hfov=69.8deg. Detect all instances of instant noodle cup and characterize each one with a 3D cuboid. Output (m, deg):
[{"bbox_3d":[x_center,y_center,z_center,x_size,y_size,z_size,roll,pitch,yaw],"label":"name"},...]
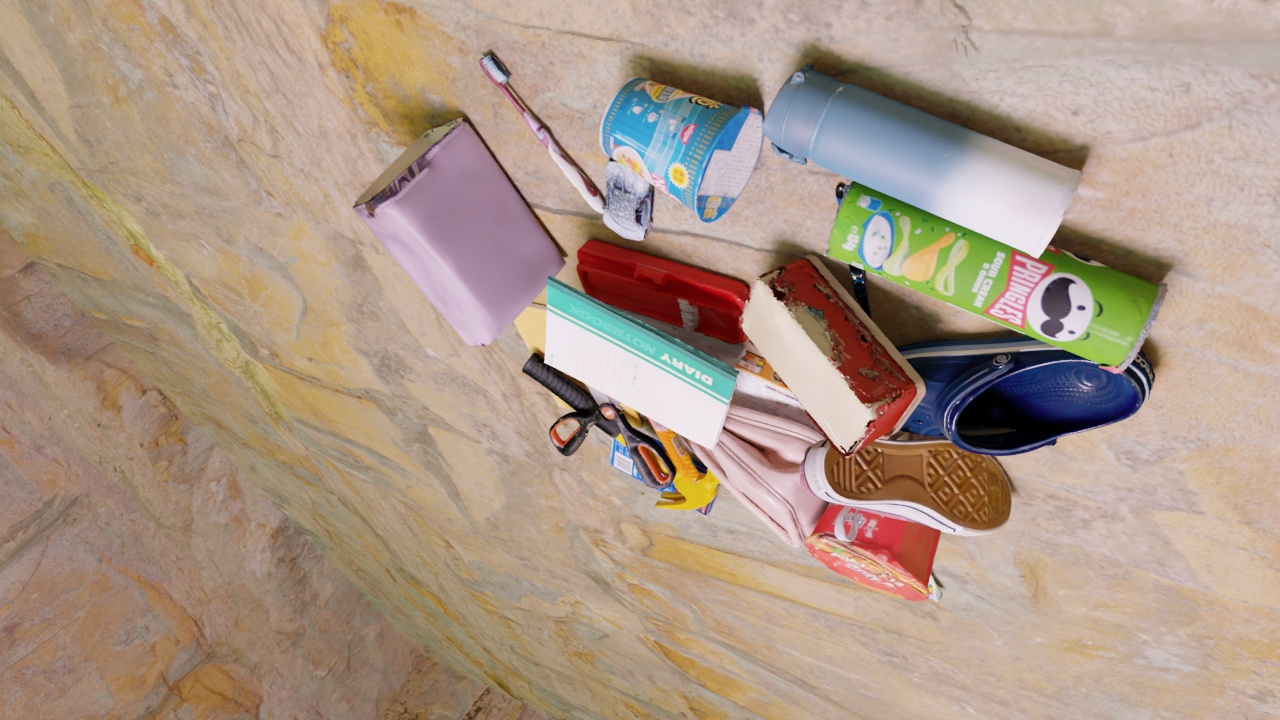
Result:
[{"bbox_3d":[0.030,-0.180,0.752,0.110,0.099,0.099,31,150,23],"label":"instant noodle cup"},{"bbox_3d":[0.259,0.178,0.982,0.138,0.108,0.138,25,160,10],"label":"instant noodle cup"}]

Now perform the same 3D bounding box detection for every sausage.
[{"bbox_3d":[0.034,0.093,1.106,0.021,0.021,0.165,3,134,42],"label":"sausage"}]

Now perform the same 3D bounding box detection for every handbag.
[{"bbox_3d":[-0.192,-0.131,0.975,0.099,0.144,0.197,-6,130,44],"label":"handbag"},{"bbox_3d":[0.112,0.104,1.055,0.234,0.093,0.193,32,166,29],"label":"handbag"}]

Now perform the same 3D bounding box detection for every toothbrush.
[{"bbox_3d":[0.315,0.221,1.093,0.020,0.029,0.189,-31,117,11],"label":"toothbrush"},{"bbox_3d":[-0.089,-0.216,0.884,0.017,0.016,0.187,-18,121,42],"label":"toothbrush"},{"bbox_3d":[0.190,-0.075,0.808,0.014,0.016,0.190,7,139,31],"label":"toothbrush"}]

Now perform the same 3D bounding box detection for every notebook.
[{"bbox_3d":[-0.006,0.005,0.928,0.209,0.012,0.151,27,149,11],"label":"notebook"},{"bbox_3d":[-0.085,0.006,1.191,0.146,0.010,0.206,12,142,33],"label":"notebook"}]

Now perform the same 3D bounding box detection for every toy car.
[{"bbox_3d":[-0.013,-0.153,0.881,0.049,0.031,0.106,27,149,15],"label":"toy car"}]

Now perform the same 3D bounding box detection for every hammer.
[{"bbox_3d":[-0.027,0.091,1.196,0.301,0.032,0.129,37,135,2],"label":"hammer"}]

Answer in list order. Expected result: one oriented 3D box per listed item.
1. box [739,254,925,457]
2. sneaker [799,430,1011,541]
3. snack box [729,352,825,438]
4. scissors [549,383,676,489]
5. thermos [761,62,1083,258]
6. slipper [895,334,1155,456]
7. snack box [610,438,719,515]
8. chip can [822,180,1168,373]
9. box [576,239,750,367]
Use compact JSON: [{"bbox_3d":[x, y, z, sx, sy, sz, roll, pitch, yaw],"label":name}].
[{"bbox_3d":[0.158,-0.003,0.809,0.168,0.077,0.091,54,155,24],"label":"box"},{"bbox_3d":[0.249,0.120,0.891,0.240,0.118,0.088,11,166,-23],"label":"sneaker"},{"bbox_3d":[0.169,0.048,0.986,0.154,0.026,0.075,24,148,18],"label":"snack box"},{"bbox_3d":[-0.037,0.080,1.153,0.221,0.021,0.234,45,136,-7],"label":"scissors"},{"bbox_3d":[0.195,-0.145,0.659,0.220,0.070,0.070,26,148,15],"label":"thermos"},{"bbox_3d":[0.299,0.039,0.786,0.253,0.095,0.105,-10,125,47],"label":"slipper"},{"bbox_3d":[0.033,0.150,1.259,0.157,0.026,0.085,27,147,14],"label":"snack box"},{"bbox_3d":[0.260,-0.068,0.694,0.236,0.072,0.072,25,148,18],"label":"chip can"},{"bbox_3d":[0.008,-0.043,0.946,0.202,0.100,0.095,19,147,24],"label":"box"}]
